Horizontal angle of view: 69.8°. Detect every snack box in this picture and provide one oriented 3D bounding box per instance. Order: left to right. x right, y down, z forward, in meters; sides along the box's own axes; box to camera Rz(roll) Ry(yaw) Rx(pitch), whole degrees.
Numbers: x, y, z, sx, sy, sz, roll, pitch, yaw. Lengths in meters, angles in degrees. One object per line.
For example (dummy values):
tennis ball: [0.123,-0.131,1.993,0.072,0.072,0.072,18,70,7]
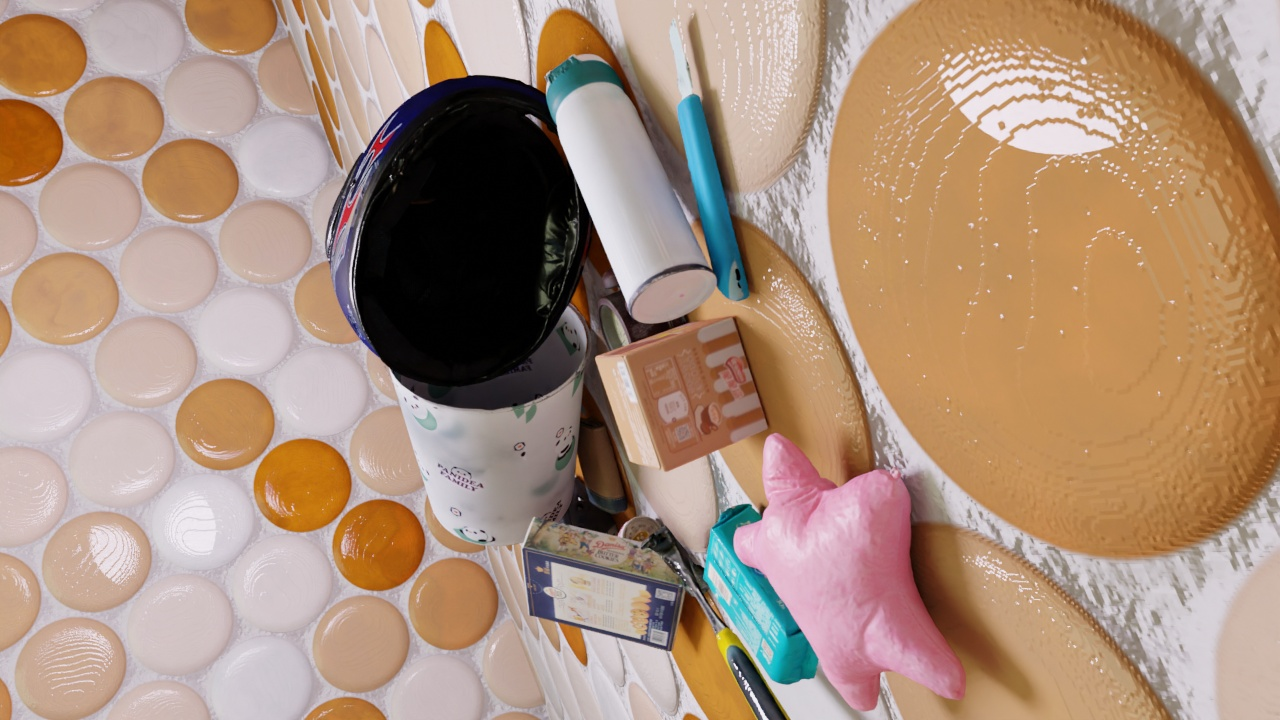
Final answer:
snack box: [-0.040,0.258,1.046,0.178,0.182,0.045,95,-170,-51]
snack box: [0.031,0.025,0.718,0.077,0.094,0.093,-2,107,70]

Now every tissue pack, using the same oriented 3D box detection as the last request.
tissue pack: [0.104,0.194,0.757,0.133,0.050,0.093,54,156,36]

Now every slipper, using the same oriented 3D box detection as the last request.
slipper: [-0.072,0.226,1.254,0.268,0.083,0.111,-113,16,-75]

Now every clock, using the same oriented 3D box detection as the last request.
clock: [0.000,-0.039,0.797,0.082,0.055,0.122,47,154,50]

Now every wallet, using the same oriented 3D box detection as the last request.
wallet: [-0.054,0.130,1.156,0.090,0.033,0.115,12,120,65]

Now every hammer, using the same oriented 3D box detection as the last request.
hammer: [0.080,0.255,0.794,0.126,0.032,0.323,53,180,-34]

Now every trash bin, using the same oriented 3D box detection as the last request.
trash bin: [-0.172,0.071,1.093,0.229,0.229,0.252,52,152,41]

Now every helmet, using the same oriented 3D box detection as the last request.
helmet: [-0.171,-0.138,0.905,0.240,0.247,0.316,-108,38,-59]

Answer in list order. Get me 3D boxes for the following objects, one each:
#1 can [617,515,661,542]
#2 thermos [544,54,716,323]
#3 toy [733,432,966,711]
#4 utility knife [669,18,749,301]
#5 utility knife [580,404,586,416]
can: [-0.007,0.227,1.091,0.053,0.053,0.133,63,160,20]
thermos: [-0.013,-0.138,0.698,0.073,0.073,0.224,105,147,-60]
toy: [0.135,0.136,0.587,0.194,0.074,0.179,52,144,33]
utility knife: [0.044,-0.135,0.633,0.034,0.018,0.194,-143,35,-68]
utility knife: [-0.119,0.014,1.240,0.223,0.013,0.029,46,149,49]
